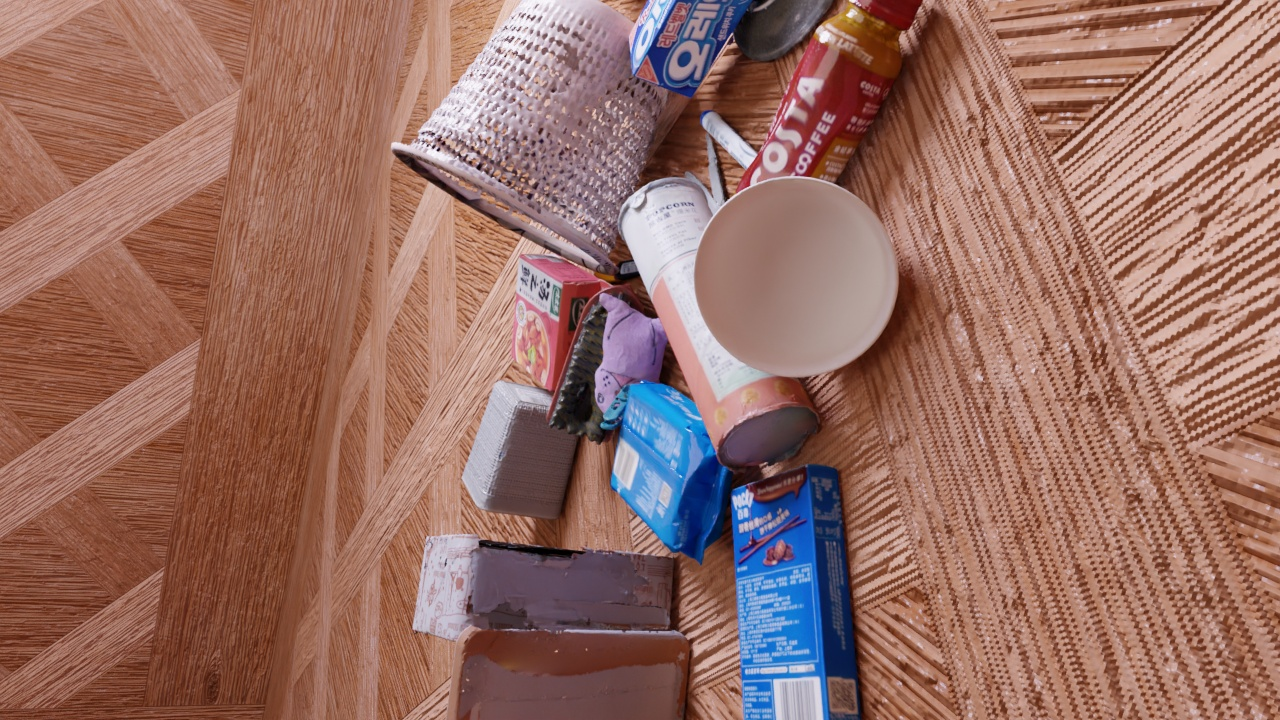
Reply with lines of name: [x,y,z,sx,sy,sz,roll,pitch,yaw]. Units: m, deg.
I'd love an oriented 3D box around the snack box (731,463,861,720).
snack box: [0.092,0.149,0.560,0.085,0.026,0.157,-33,53,56]

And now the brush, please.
brush: [-0.036,-0.001,0.835,0.069,0.063,0.146,-65,-6,-73]

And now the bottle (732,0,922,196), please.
bottle: [0.114,-0.152,0.575,0.175,0.057,0.057,-64,31,31]

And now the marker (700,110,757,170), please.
marker: [0.077,-0.160,0.700,0.017,0.017,0.145,-67,30,27]

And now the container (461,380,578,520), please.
container: [-0.118,0.089,0.937,0.090,0.090,0.114,36,111,61]

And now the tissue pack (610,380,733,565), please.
tissue pack: [0.027,0.078,0.685,0.157,0.052,0.095,36,116,62]

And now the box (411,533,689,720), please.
box: [-0.072,0.238,0.697,0.157,0.183,0.192,-20,62,62]

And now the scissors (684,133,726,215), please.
scissors: [0.066,-0.107,0.712,0.171,0.014,0.159,6,86,65]

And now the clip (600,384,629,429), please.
clip: [-0.017,0.041,0.738,0.056,0.015,0.049,-41,-36,-61]

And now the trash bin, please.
trash bin: [-0.077,-0.211,0.824,0.192,0.227,0.227,-61,27,-1]

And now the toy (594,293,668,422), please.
toy: [-0.005,0.005,0.773,0.084,0.038,0.108,18,109,19]

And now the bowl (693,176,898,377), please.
bowl: [0.097,-0.055,0.557,0.118,0.118,0.064,-69,-11,23]

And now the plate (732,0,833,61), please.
plate: [0.107,-0.313,0.678,0.180,0.024,0.179,-29,57,58]

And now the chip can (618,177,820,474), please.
chip can: [0.049,-0.030,0.630,0.071,0.071,0.214,-58,41,39]

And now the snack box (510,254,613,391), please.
snack box: [-0.081,-0.036,0.908,0.127,0.044,0.113,33,121,53]

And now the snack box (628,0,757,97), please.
snack box: [0.060,-0.293,0.676,0.208,0.058,0.057,-51,35,46]

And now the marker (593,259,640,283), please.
marker: [-0.010,-0.084,0.856,0.124,0.015,0.018,-3,77,61]
